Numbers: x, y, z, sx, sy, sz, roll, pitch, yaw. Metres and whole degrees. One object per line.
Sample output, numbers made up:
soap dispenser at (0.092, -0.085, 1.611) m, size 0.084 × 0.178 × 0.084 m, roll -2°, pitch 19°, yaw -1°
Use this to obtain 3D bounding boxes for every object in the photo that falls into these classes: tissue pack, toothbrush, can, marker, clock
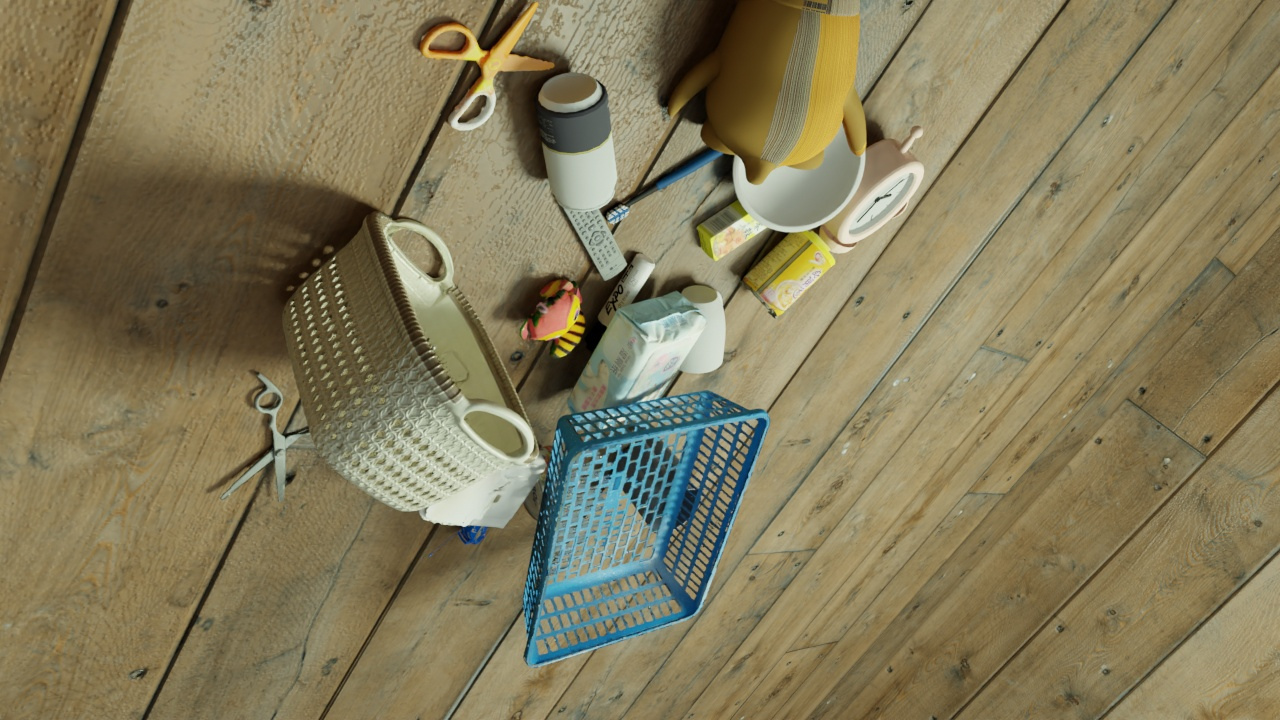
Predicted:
tissue pack at (-0.006, 0.006, 1.061) m, size 0.111 × 0.070 × 0.182 m, roll -22°, pitch 150°, yaw -48°
toothbrush at (0.033, -0.191, 0.965) m, size 0.167 × 0.014 × 0.014 m, roll -33°, pitch 132°, yaw -11°
can at (-0.118, 0.150, 1.121) m, size 0.043 × 0.086 × 0.086 m, roll -17°, pitch 138°, yaw -30°
marker at (-0.026, -0.063, 1.035) m, size 0.025 × 0.025 × 0.126 m, roll 10°, pitch 120°, yaw -48°
can at (0.184, -0.111, 1.142) m, size 0.105 × 0.067 × 0.067 m, roll -44°, pitch 144°, yaw 4°
clock at (0.273, -0.212, 1.125) m, size 0.131 × 0.086 × 0.160 m, roll -35°, pitch 153°, yaw -7°
can at (-0.057, -0.193, 0.837) m, size 0.064 × 0.064 × 0.127 m, roll -28°, pitch 142°, yaw -18°

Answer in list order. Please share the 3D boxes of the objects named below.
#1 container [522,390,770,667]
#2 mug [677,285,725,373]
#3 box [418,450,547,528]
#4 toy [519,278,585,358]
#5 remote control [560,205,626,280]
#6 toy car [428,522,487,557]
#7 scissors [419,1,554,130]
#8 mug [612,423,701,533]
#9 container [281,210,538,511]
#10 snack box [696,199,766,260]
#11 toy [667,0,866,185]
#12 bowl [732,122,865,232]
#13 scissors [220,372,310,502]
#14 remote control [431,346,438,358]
container at (-0.014, 0.191, 1.094) m, size 0.256 × 0.089 × 0.363 m, roll -8°, pitch 130°, yaw -29°
mug at (0.077, -0.050, 1.119) m, size 0.107 × 0.071 × 0.090 m, roll -45°, pitch 147°, yaw -47°
box at (-0.189, 0.126, 0.998) m, size 0.136 × 0.126 × 0.109 m, roll 12°, pitch 120°, yaw -46°
toy at (-0.089, -0.045, 0.979) m, size 0.084 × 0.046 × 0.103 m, roll -58°, pitch 158°, yaw -15°
remote control at (-0.048, -0.132, 0.951) m, size 0.033 × 0.013 × 0.136 m, roll -37°, pitch 144°, yaw -6°
toy car at (-0.218, 0.202, 1.124) m, size 0.061 × 0.033 × 0.092 m, roll -5°, pitch 131°, yaw -49°
scissors at (-0.127, -0.243, 0.765) m, size 0.125 × 0.011 × 0.128 m, roll -9°, pitch 135°, yaw -35°
mug at (0.023, 0.157, 1.241) m, size 0.083 × 0.104 × 0.124 m, roll -20°, pitch 139°, yaw -26°
container at (-0.196, 0.004, 0.776) m, size 0.143 × 0.246 × 0.184 m, roll -33°, pitch 140°, yaw 3°
snack box at (0.134, -0.173, 1.064) m, size 0.148 × 0.029 × 0.040 m, roll -34°, pitch 144°, yaw -10°
toy at (0.138, -0.289, 0.866) m, size 0.198 × 0.162 × 0.204 m, roll 12°, pitch 126°, yaw -1°
bowl at (0.169, -0.219, 1.011) m, size 0.149 × 0.043 × 0.150 m, roll -4°, pitch 117°, yaw -9°
scissors at (-0.352, 0.075, 0.889) m, size 0.141 × 0.014 × 0.174 m, roll -28°, pitch 141°, yaw -23°
remote control at (-0.202, -0.007, 0.942) m, size 0.028 × 0.012 × 0.124 m, roll -17°, pitch 138°, yaw -30°
